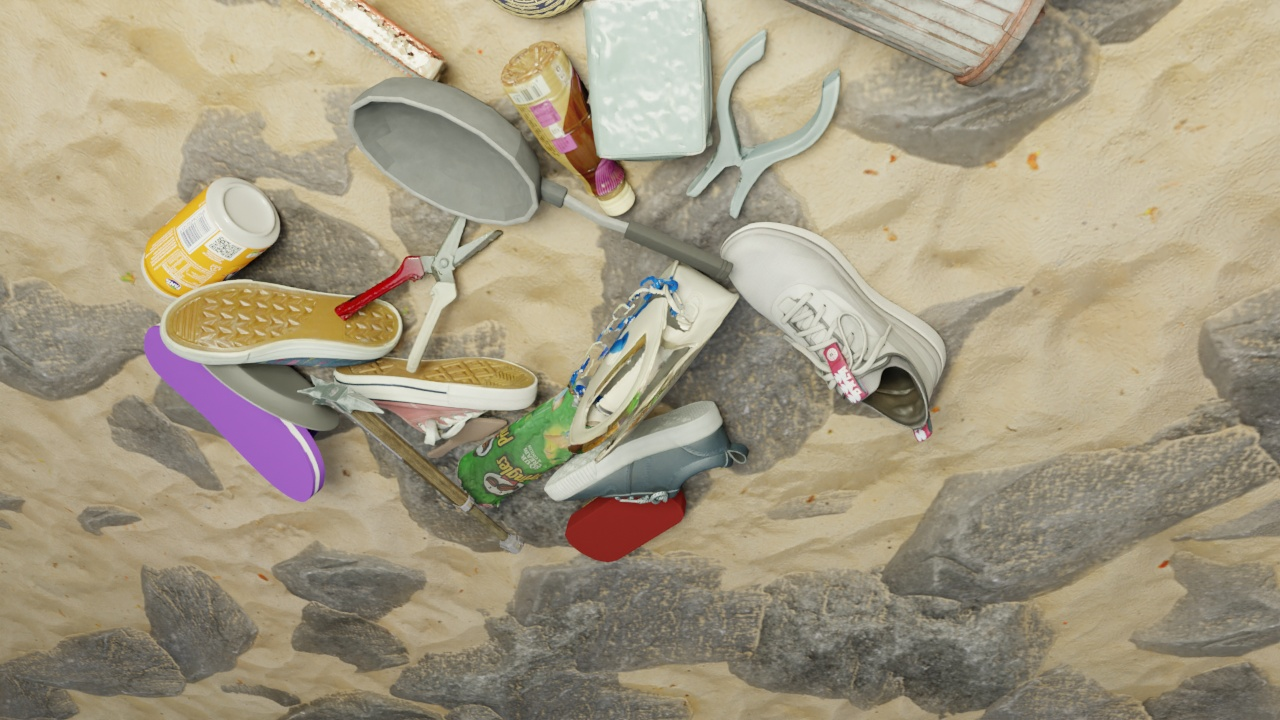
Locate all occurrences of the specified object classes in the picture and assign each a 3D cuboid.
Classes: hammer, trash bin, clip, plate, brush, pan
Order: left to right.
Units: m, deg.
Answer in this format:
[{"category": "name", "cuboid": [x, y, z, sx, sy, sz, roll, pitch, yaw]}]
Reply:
[{"category": "plate", "cuboid": [-0.407, 0.018, 1.007, 0.178, 0.178, 0.012, 36, 94, -19]}, {"category": "hammer", "cuboid": [-0.229, 0.130, 1.025, 0.147, 0.028, 0.317, 8, 147, 46]}, {"category": "brush", "cuboid": [-0.219, 0.091, 1.114, 0.049, 0.015, 0.136, 10, 151, -42]}, {"category": "pan", "cuboid": [-0.083, -0.152, 0.811, 0.357, 0.041, 0.179, 23, 161, -3]}, {"category": "brush", "cuboid": [-0.019, 0.191, 1.148, 0.082, 0.041, 0.174, 37, 128, -20]}, {"category": "clip", "cuboid": [0.125, -0.187, 0.795, 0.141, 0.029, 0.172, 18, 133, -3]}, {"category": "trash bin", "cuboid": [0.179, -0.283, 0.631, 0.211, 0.130, 0.131, 20, 132, -5]}]

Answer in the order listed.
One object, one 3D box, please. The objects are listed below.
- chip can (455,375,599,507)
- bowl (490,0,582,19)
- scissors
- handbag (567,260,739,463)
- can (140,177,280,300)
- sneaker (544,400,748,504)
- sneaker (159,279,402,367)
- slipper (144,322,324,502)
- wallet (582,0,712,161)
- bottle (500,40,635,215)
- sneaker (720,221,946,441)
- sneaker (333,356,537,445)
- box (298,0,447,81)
[{"category": "chip can", "cuboid": [-0.120, 0.097, 1.065, 0.075, 0.075, 0.224, 40, 127, -23]}, {"category": "bowl", "cuboid": [-0.086, -0.313, 0.702, 0.112, 0.061, 0.113, 6, 132, 6]}, {"category": "scissors", "cuboid": [-0.226, -0.070, 0.941, 0.193, 0.015, 0.179, -4, 115, 2]}, {"category": "handbag", "cuboid": [-0.005, 0.005, 0.876, 0.093, 0.199, 0.201, 35, 128, -3]}, {"category": "can", "cuboid": [-0.439, -0.120, 0.933, 0.143, 0.078, 0.079, -26, 121, 30]}, {"category": "sneaker", "cuboid": [0.004, 0.122, 1.041, 0.236, 0.089, 0.087, -23, 103, 22]}, {"category": "sneaker", "cuboid": [-0.377, -0.030, 0.974, 0.235, 0.087, 0.079, 0, 159, -26]}, {"category": "slipper", "cuboid": [-0.455, 0.041, 1.087, 0.266, 0.083, 0.108, 41, 130, 4]}, {"category": "wallet", "cuboid": [0.008, -0.233, 0.751, 0.100, 0.054, 0.132, -1, 118, 5]}, {"category": "bottle", "cuboid": [-0.055, -0.195, 0.804, 0.060, 0.059, 0.166, -15, 134, 23]}, {"category": "sneaker", "cuboid": [0.179, -0.025, 0.859, 0.263, 0.128, 0.097, 34, 126, -13]}, {"category": "sneaker", "cuboid": [-0.229, 0.048, 1.027, 0.241, 0.118, 0.088, 3, 111, 16]}, {"category": "box", "cuboid": [-0.246, -0.292, 0.760, 0.187, 0.083, 0.043, 34, 99, -15]}]
